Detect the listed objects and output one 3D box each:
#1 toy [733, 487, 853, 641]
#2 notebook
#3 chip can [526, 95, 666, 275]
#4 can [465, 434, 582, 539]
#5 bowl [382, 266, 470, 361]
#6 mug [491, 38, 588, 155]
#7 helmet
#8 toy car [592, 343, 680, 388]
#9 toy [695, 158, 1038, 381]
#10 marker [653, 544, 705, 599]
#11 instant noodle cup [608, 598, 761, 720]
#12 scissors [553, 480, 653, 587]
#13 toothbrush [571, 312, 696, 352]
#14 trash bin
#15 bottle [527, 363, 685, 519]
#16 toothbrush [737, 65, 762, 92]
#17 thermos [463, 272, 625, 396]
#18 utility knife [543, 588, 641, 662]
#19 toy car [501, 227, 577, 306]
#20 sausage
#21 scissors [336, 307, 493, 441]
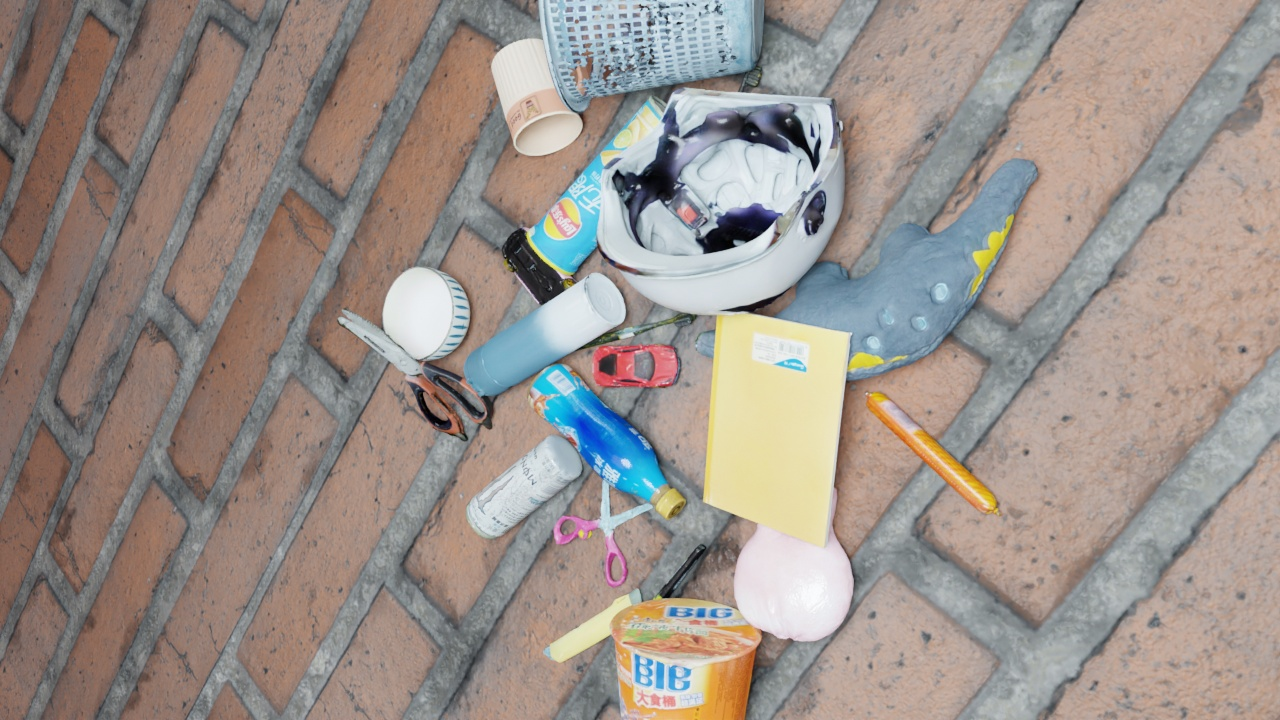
[{"bbox_3d":[0.151,0.192,0.901,0.121,0.054,0.159,0,77,30],"label":"toy"},{"bbox_3d":[0.124,0.061,0.874,0.146,0.010,0.206,15,109,39],"label":"notebook"},{"bbox_3d":[-0.034,-0.192,1.017,0.211,0.071,0.071,-45,67,21],"label":"chip can"},{"bbox_3d":[-0.136,0.148,1.069,0.147,0.058,0.058,-39,69,23],"label":"can"},{"bbox_3d":[-0.257,-0.056,1.146,0.117,0.066,0.116,-2,86,29],"label":"bowl"},{"bbox_3d":[-0.111,-0.313,1.060,0.115,0.081,0.106,-29,72,32],"label":"mug"},{"bbox_3d":[0.084,-0.136,0.881,0.229,0.146,0.258,10,60,31],"label":"helmet"},{"bbox_3d":[-0.006,0.006,1.016,0.106,0.031,0.049,0,89,29],"label":"toy car"},{"bbox_3d":[0.213,-0.053,0.856,0.357,0.091,0.137,-27,64,25],"label":"toy"},{"bbox_3d":[0.033,0.245,0.988,0.015,0.018,0.124,43,107,23],"label":"marker"},{"bbox_3d":[0.043,0.317,0.911,0.152,0.151,0.111,6,99,31],"label":"instant noodle cup"},{"bbox_3d":[-0.040,0.193,1.036,0.134,0.017,0.135,-26,72,23],"label":"scissors"},{"bbox_3d":[-0.021,-0.028,1.033,0.186,0.017,0.012,-13,118,30],"label":"toothbrush"},{"bbox_3d":[0.022,-0.365,0.918,0.195,0.226,0.226,3,89,12],"label":"trash bin"},{"bbox_3d":[-0.035,0.091,1.009,0.218,0.065,0.065,42,108,24],"label":"bottle"},{"bbox_3d":[0.080,-0.213,0.979,0.027,0.026,0.213,24,99,6],"label":"toothbrush"},{"bbox_3d":[-0.116,-0.024,1.049,0.221,0.070,0.070,-28,74,33],"label":"thermos"},{"bbox_3d":[-0.055,0.304,1.038,0.163,0.018,0.031,-36,67,23],"label":"utility knife"},{"bbox_3d":[-0.115,-0.102,1.083,0.056,0.037,0.122,-43,80,28],"label":"toy car"},{"bbox_3d":[0.269,0.085,0.854,0.165,0.021,0.021,47,110,24],"label":"sausage"},{"bbox_3d":[-0.280,0.020,1.116,0.207,0.015,0.194,9,124,9],"label":"scissors"}]
